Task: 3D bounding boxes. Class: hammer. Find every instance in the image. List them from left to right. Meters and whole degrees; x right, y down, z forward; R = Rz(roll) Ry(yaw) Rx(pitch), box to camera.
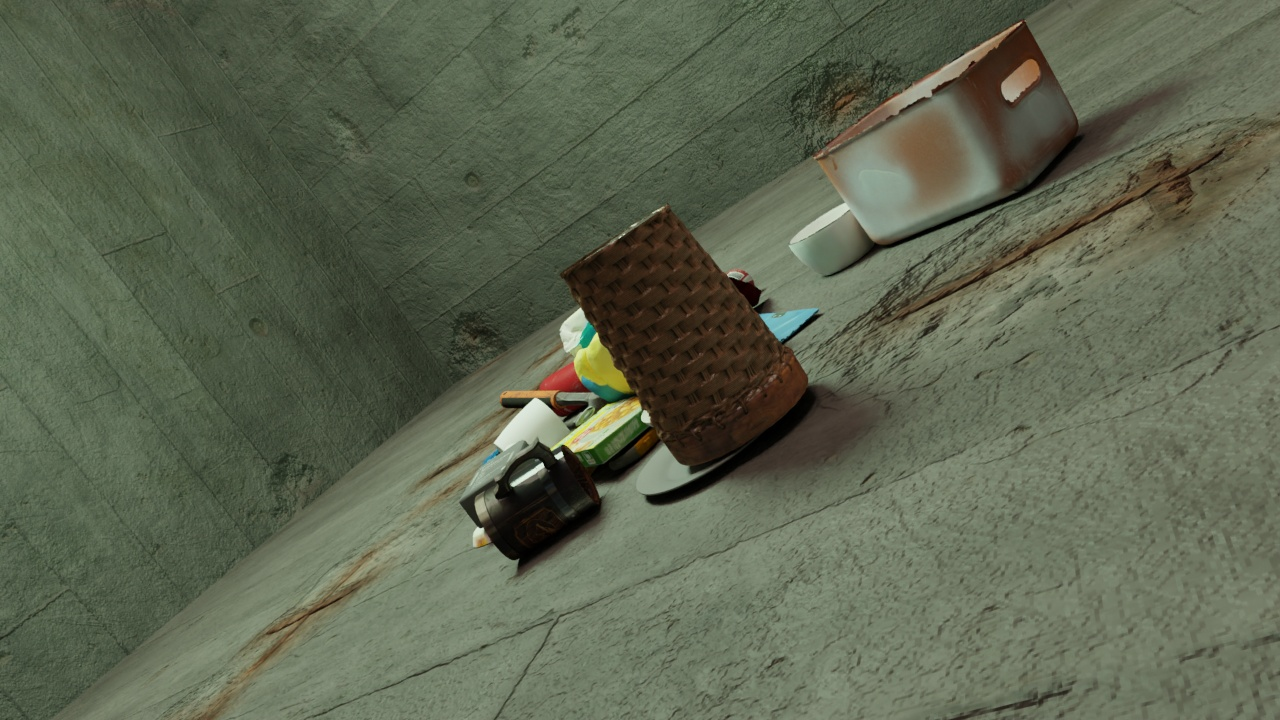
[{"bbox_3d":[-0.129,0.051,1.437,0.315,0.035,0.137,-3,45,54],"label":"hammer"}]

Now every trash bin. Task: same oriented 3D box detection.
[{"bbox_3d":[0.039,-0.029,0.853,0.151,0.210,0.151,-33,9,6],"label":"trash bin"},{"bbox_3d":[0.375,-0.268,1.129,0.181,0.157,0.260,-41,10,-31],"label":"trash bin"}]

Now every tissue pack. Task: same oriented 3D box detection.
[{"bbox_3d":[-0.017,-0.078,1.302,0.117,0.066,0.208,-33,2,45],"label":"tissue pack"}]

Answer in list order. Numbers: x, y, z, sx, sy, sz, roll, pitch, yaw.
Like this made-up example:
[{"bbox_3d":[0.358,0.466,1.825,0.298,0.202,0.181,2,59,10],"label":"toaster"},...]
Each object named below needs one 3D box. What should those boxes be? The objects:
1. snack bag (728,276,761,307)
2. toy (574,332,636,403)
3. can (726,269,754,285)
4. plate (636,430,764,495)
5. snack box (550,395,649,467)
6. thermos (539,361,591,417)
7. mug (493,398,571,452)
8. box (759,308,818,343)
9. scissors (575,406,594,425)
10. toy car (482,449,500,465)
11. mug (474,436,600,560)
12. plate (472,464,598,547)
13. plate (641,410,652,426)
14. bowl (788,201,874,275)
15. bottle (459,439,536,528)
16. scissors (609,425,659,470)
[{"bbox_3d":[0.073,-0.063,1.360,0.208,0.066,0.138,-34,-27,21],"label":"snack bag"},{"bbox_3d":[-0.007,0.007,1.167,0.149,0.084,0.214,5,-14,-14],"label":"toy"},{"bbox_3d":[0.139,-0.103,1.447,0.054,0.054,0.096,-27,12,42],"label":"can"},{"bbox_3d":[0.072,0.078,0.891,0.178,0.012,0.178,-34,9,6],"label":"plate"},{"bbox_3d":[-0.041,0.085,1.105,0.131,0.027,0.168,-37,8,-30],"label":"snack box"},{"bbox_3d":[-0.057,0.012,1.498,0.240,0.073,0.073,-30,10,26],"label":"thermos"},{"bbox_3d":[-0.155,0.120,1.334,0.087,0.081,0.114,-44,-20,-15],"label":"mug"},{"bbox_3d":[0.126,-0.062,1.186,0.112,0.094,0.232,-34,8,-12],"label":"box"},{"bbox_3d":[-0.074,0.093,1.243,0.147,0.014,0.141,-46,-14,-3],"label":"scissors"},{"bbox_3d":[-0.201,0.139,1.457,0.120,0.043,0.056,-33,9,14],"label":"toy car"},{"bbox_3d":[-0.115,0.138,0.955,0.107,0.116,0.080,-33,43,5],"label":"mug"},{"bbox_3d":[-0.125,0.159,1.166,0.187,0.016,0.186,-29,11,31],"label":"plate"},{"bbox_3d":[0.050,0.044,0.991,0.104,0.026,0.104,-33,13,8],"label":"plate"},{"bbox_3d":[0.270,-0.166,1.265,0.116,0.065,0.116,-34,9,6],"label":"bowl"},{"bbox_3d":[-0.173,0.148,1.188,0.084,0.046,0.173,-34,9,7],"label":"bottle"},{"bbox_3d":[0.058,0.053,1.061,0.224,0.016,0.230,-40,10,-37],"label":"scissors"}]
